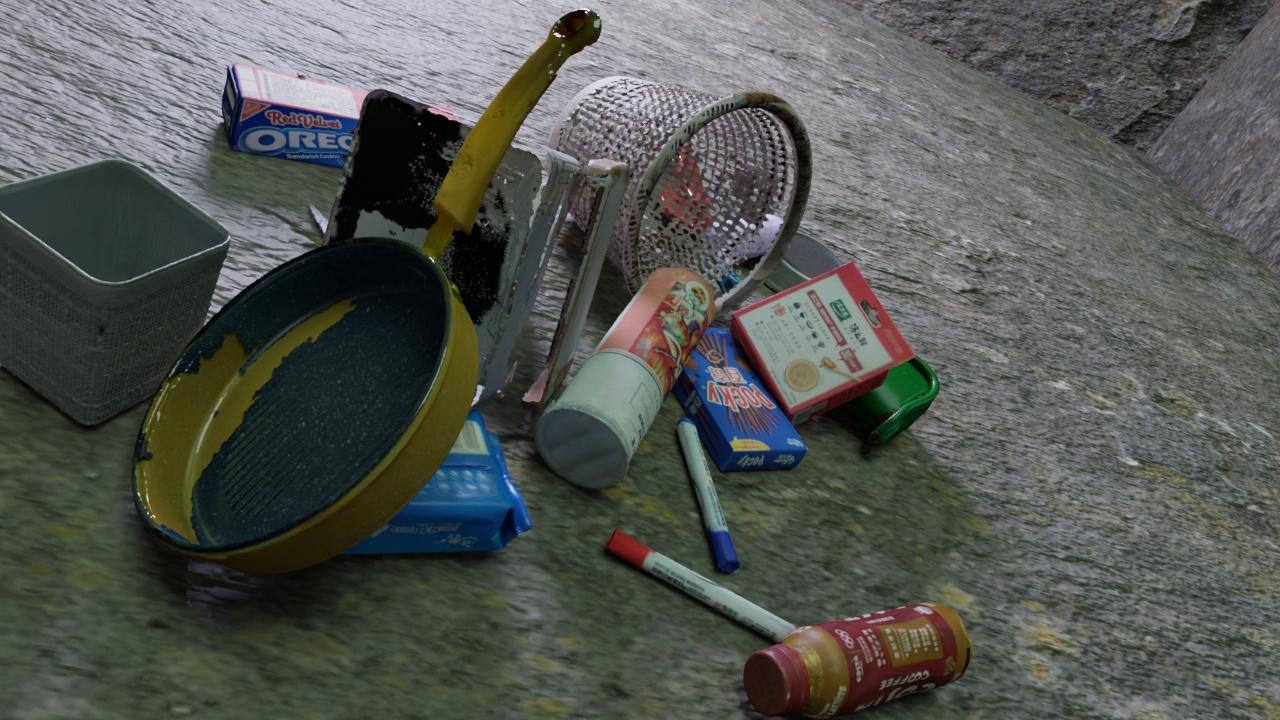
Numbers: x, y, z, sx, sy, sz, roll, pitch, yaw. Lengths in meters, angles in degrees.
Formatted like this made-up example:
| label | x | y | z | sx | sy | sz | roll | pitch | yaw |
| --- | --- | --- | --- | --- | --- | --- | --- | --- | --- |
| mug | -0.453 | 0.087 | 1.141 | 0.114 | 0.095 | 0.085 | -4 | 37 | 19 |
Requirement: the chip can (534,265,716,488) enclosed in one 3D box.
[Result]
| label | x | y | z | sx | sy | sz | roll | pitch | yaw |
| --- | --- | --- | --- | --- | --- | --- | --- | --- | --- |
| chip can | -0.004 | 0.004 | 0.714 | 0.071 | 0.071 | 0.214 | 31 | 40 | 1 |

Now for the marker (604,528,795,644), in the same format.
| label | x | y | z | sx | sy | sz | roll | pitch | yaw |
| --- | --- | --- | --- | --- | --- | --- | --- | --- | --- |
| marker | 0.043 | 0.156 | 0.623 | 0.145 | 0.017 | 0.017 | 29 | 33 | -2 |

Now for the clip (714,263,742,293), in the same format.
| label | x | y | z | sx | sy | sz | roll | pitch | yaw |
| --- | --- | --- | --- | --- | --- | --- | --- | --- | --- |
| clip | 0.093 | -0.085 | 0.980 | 0.015 | 0.049 | 0.056 | 11 | 32 | -26 |

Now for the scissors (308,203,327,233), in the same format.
| label | x | y | z | sx | sy | sz | roll | pitch | yaw |
| --- | --- | --- | --- | --- | --- | --- | --- | --- | --- |
| scissors | -0.224 | -0.069 | 0.718 | 0.159 | 0.014 | 0.170 | 32 | 33 | 2 |

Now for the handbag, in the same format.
| label | x | y | z | sx | sy | sz | roll | pitch | yaw |
| --- | --- | --- | --- | --- | --- | --- | --- | --- | --- |
| handbag | 0.213 | 0.021 | 0.896 | 0.131 | 0.068 | 0.119 | 44 | 44 | 17 |

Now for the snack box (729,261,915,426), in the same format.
| label | x | y | z | sx | sy | sz | roll | pitch | yaw |
| --- | --- | --- | --- | --- | --- | --- | --- | --- | --- |
| snack box | 0.164 | -0.015 | 0.841 | 0.127 | 0.044 | 0.113 | -23 | 66 | -7 |

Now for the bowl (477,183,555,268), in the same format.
| label | x | y | z | sx | sy | sz | roll | pitch | yaw |
| --- | --- | --- | --- | --- | --- | --- | --- | --- | --- |
| bowl | -0.119 | -0.104 | 0.786 | 0.118 | 0.119 | 0.065 | -32 | 106 | -54 |

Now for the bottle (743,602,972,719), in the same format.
| label | x | y | z | sx | sy | sz | roll | pitch | yaw |
| --- | --- | --- | --- | --- | --- | --- | --- | --- | --- |
| bottle | 0.145 | 0.199 | 0.607 | 0.174 | 0.058 | 0.057 | 2 | 43 | -36 |

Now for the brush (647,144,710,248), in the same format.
| label | x | y | z | sx | sy | sz | roll | pitch | yaw |
| --- | --- | --- | --- | --- | --- | --- | --- | --- | --- |
| brush | 0.043 | -0.189 | 1.032 | 0.063 | 0.069 | 0.145 | 11 | 38 | -25 |

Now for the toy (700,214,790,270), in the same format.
| label | x | y | z | sx | sy | sz | roll | pitch | yaw |
| --- | --- | --- | --- | --- | --- | --- | --- | --- | --- |
| toy | 0.123 | -0.137 | 1.040 | 0.108 | 0.039 | 0.083 | -13 | 52 | -20 |

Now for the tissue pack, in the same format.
| label | x | y | z | sx | sy | sz | roll | pitch | yaw |
| --- | --- | --- | --- | --- | --- | --- | --- | --- | --- |
| tissue pack | -0.149 | 0.071 | 0.555 | 0.157 | 0.052 | 0.095 | 7 | 38 | -31 |

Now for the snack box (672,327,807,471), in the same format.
| label | x | y | z | sx | sy | sz | roll | pitch | yaw |
| --- | --- | --- | --- | --- | --- | --- | --- | --- | --- |
| snack box | 0.073 | 0.029 | 0.804 | 0.084 | 0.026 | 0.157 | 3 | 42 | -35 |

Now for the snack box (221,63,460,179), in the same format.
| label | x | y | z | sx | sy | sz | roll | pitch | yaw |
| --- | --- | --- | --- | --- | --- | --- | --- | --- | --- |
| snack box | -0.267 | -0.213 | 0.837 | 0.207 | 0.057 | 0.058 | 3 | 44 | -36 |

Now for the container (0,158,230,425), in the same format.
| label | x | y | z | sx | sy | sz | roll | pitch | yaw |
| --- | --- | --- | --- | --- | --- | --- | --- | --- | --- |
| container | -0.304 | -0.036 | 0.519 | 0.090 | 0.115 | 0.090 | 34 | 33 | 7 |

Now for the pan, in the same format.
| label | x | y | z | sx | sy | sz | roll | pitch | yaw |
| --- | --- | --- | --- | --- | --- | --- | --- | --- | --- |
| pan | -0.133 | -0.048 | 0.498 | 0.198 | 0.357 | 0.078 | 33 | -16 | 40 |

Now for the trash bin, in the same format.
| label | x | y | z | sx | sy | sz | roll | pitch | yaw |
| --- | --- | --- | --- | --- | --- | --- | --- | --- | --- |
| trash bin | 0.020 | -0.174 | 0.886 | 0.227 | 0.228 | 0.192 | -6 | 34 | -42 |

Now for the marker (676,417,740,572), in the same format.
| label | x | y | z | sx | sy | sz | roll | pitch | yaw |
| --- | --- | --- | --- | --- | --- | --- | --- | --- | --- |
| marker | 0.049 | 0.099 | 0.703 | 0.017 | 0.017 | 0.145 | 13 | 37 | -24 |

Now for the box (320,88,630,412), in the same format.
| label | x | y | z | sx | sy | sz | roll | pitch | yaw |
| --- | --- | --- | --- | --- | --- | --- | --- | --- | --- |
| box | -0.105 | -0.077 | 0.649 | 0.157 | 0.183 | 0.192 | 22 | 11 | 5 |

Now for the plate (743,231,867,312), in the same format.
| label | x | y | z | sx | sy | sz | roll | pitch | yaw |
| --- | --- | --- | --- | --- | --- | --- | --- | --- | --- |
| plate | 0.198 | -0.115 | 1.094 | 0.179 | 0.024 | 0.179 | 20 | 34 | -14 |
